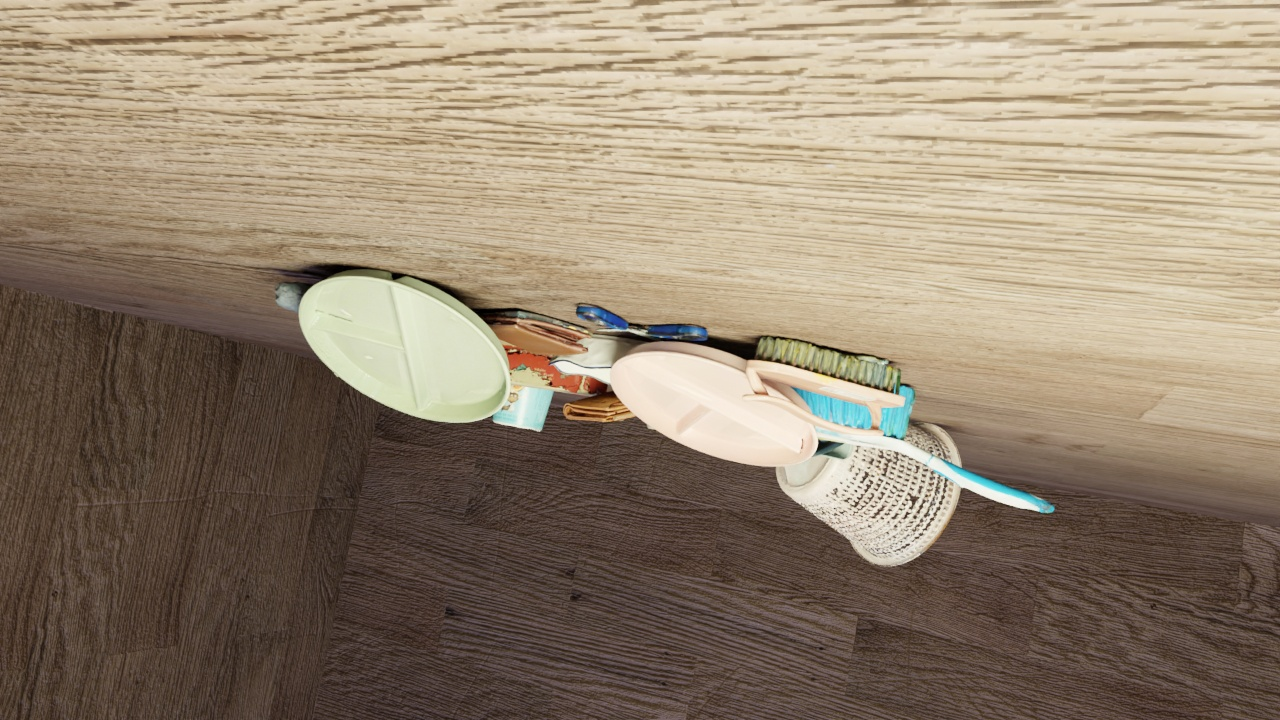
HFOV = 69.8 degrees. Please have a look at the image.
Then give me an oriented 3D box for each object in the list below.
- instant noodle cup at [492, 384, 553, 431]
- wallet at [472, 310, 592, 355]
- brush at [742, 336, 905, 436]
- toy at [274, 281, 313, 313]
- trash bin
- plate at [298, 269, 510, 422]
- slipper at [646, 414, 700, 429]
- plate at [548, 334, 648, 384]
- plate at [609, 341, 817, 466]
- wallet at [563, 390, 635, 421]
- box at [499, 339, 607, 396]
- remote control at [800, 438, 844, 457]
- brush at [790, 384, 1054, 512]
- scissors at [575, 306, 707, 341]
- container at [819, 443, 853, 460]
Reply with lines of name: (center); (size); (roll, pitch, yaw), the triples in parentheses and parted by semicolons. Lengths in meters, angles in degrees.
instant noodle cup: (-0.180, 0.046, 1.429); (0.111, 0.120, 0.111); (10, 174, 1)
wallet: (-0.128, -0.034, 1.028); (0.101, 0.032, 0.125); (20, 169, -37)
brush: (0.164, 0.024, 0.844); (0.145, 0.073, 0.063); (14, 174, -13)
toy: (-0.266, -0.022, 1.101); (0.138, 0.091, 0.356); (21, 178, 28)
trash bin: (0.314, 0.161, 1.336); (0.192, 0.227, 0.228); (26, 169, -22)
plate: (-0.240, -0.013, 0.950); (0.230, 0.027, 0.231); (12, 144, 8)
slipper: (0.141, 0.062, 1.255); (0.274, 0.054, 0.114); (-4, -178, 5)
plate: (-0.007, 0.007, 1.117); (0.205, 0.045, 0.205); (10, 173, 1)
plate: (0.078, 0.046, 0.967); (0.229, 0.028, 0.230); (20, 155, 9)
wallet: (-0.022, 0.057, 1.237); (0.131, 0.031, 0.108); (-14, -171, -36)
box: (-0.133, 0.019, 1.308); (0.168, 0.076, 0.091); (8, 174, 22)
remote control: (0.224, 0.073, 1.055); (0.136, 0.053, 0.024); (-25, 149, -20)
brush: (0.284, 0.080, 0.987); (0.315, 0.109, 0.060); (9, 172, 13)
scissors: (-0.001, -0.031, 0.904); (0.163, 0.012, 0.175); (6, 173, 34)
container: (0.197, 0.066, 1.129); (0.090, 0.090, 0.112); (14, 177, -29)
